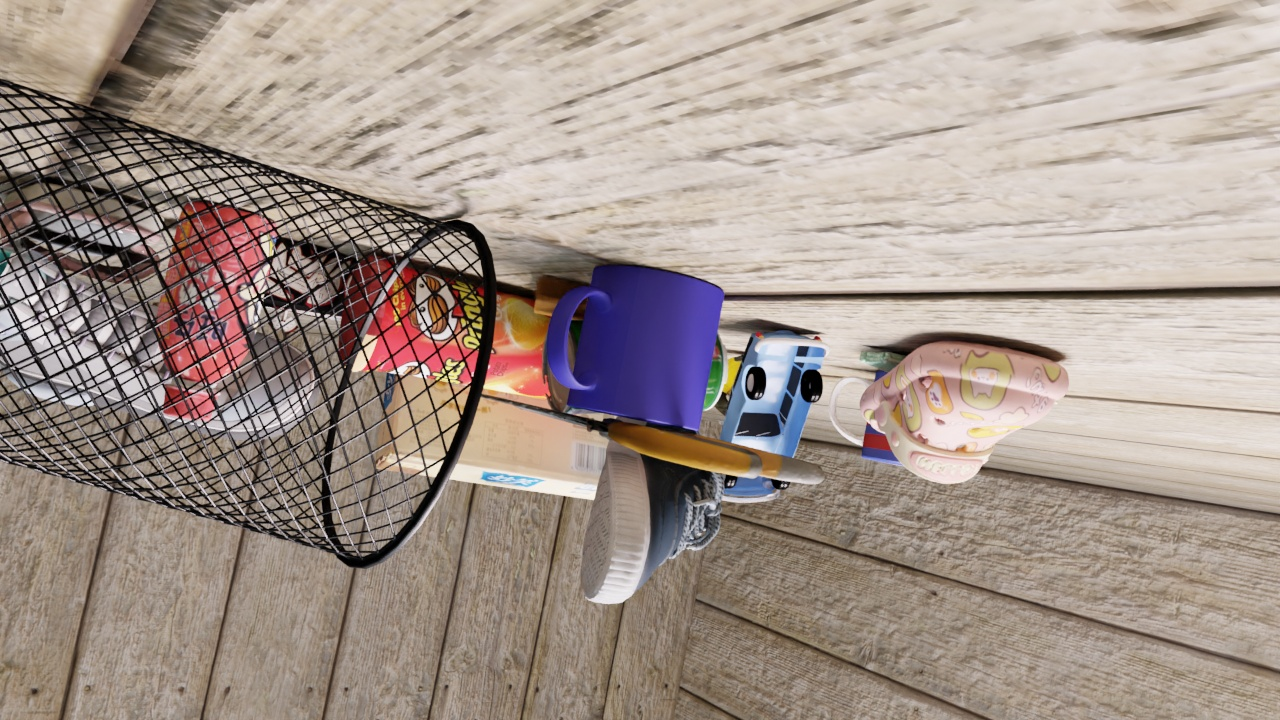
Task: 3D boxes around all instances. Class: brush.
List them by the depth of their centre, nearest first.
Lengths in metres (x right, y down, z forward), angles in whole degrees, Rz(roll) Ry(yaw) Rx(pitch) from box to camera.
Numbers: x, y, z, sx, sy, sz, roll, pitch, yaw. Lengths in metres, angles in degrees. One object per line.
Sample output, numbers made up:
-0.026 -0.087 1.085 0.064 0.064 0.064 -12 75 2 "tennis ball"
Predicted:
-0.050 -0.044 0.634 0.048 0.017 0.126 11 176 -7 "brush"
0.253 0.016 0.706 0.217 0.012 0.033 12 175 -33 "brush"

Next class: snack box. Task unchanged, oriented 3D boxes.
-0.113 0.029 0.788 0.207 0.153 0.055 13 158 -27 "snack box"

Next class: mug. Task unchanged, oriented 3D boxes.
-0.008 -0.009 0.536 0.079 0.083 0.111 7 174 45 "mug"
0.217 0.051 0.795 0.112 0.076 0.075 8 175 29 "mug"

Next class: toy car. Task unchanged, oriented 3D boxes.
0.091 0.042 0.681 0.056 0.154 0.054 3 -145 -13 "toy car"

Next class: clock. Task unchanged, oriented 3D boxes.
-0.299 -0.060 0.732 0.155 0.065 0.114 9 175 11 "clock"

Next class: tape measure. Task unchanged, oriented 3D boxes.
0.099 0.027 0.857 0.065 0.064 0.037 40 -164 20 "tape measure"

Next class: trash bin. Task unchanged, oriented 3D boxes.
-0.204 -0.017 0.415 0.210 0.184 0.184 21 171 -34 "trash bin"

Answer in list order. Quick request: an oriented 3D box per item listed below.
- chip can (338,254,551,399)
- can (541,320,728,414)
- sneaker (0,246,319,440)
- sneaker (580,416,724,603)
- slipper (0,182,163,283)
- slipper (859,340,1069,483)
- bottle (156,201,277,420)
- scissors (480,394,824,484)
-0.117 -0.016 0.714 0.213 0.087 0.087 12 176 -28 "chip can"
-0.004 0.004 0.662 0.120 0.067 0.067 0 -179 -25 "can"
-0.376 -0.019 0.672 0.257 0.093 0.161 12 158 3 "sneaker"
0.013 0.095 0.619 0.087 0.089 0.235 14 -163 0 "sneaker"
-0.438 -0.093 0.718 0.114 0.054 0.275 14 174 -34 "slipper"
0.207 0.043 0.611 0.093 0.081 0.197 9 168 -3 "slipper"
-0.282 -0.030 0.600 0.062 0.137 0.062 10 177 0 "bottle"
-0.006 0.043 0.538 0.225 0.016 0.175 12 177 14 "scissors"
